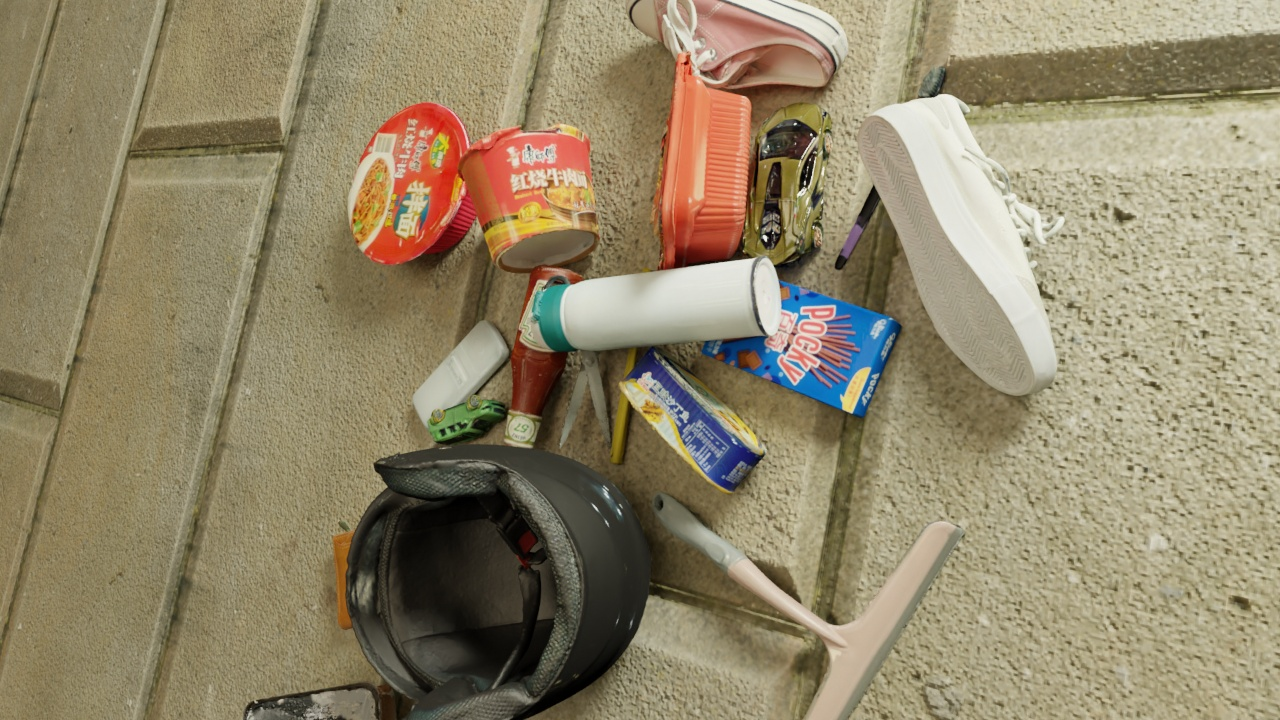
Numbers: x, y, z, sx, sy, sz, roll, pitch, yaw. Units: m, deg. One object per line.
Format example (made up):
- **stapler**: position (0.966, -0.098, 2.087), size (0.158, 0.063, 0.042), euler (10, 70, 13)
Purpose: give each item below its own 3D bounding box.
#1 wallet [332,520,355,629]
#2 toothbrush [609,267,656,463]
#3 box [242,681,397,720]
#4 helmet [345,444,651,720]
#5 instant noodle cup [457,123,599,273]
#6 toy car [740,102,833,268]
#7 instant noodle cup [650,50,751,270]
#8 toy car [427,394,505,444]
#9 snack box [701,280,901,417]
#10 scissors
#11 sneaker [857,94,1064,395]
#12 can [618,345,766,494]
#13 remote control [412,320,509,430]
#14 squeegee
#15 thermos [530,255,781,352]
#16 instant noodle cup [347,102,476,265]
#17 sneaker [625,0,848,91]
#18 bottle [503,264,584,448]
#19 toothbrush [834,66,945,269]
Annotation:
- **wallet**: position (-0.286, 0.225, 1.011), size (0.131, 0.035, 0.119), euler (-21, 74, 28)
- **toothbrush**: position (-0.005, 0.005, 0.879), size (0.016, 0.016, 0.190), euler (-179, 99, -70)
- **box**: position (-0.322, 0.435, 0.945), size (0.181, 0.153, 0.182), euler (125, 138, -57)
- **helmet**: position (-0.128, 0.190, 0.793), size (0.275, 0.229, 0.233), euler (-12, 79, 39)
- **instant noodle cup**: position (-0.105, -0.156, 0.922), size (0.138, 0.137, 0.108), euler (-21, 77, 28)
- **toy car**: position (0.128, -0.158, 0.815), size (0.070, 0.042, 0.158), euler (2, 78, 34)
- **instant noodle cup**: position (0.052, -0.160, 0.805), size (0.079, 0.189, 0.164), euler (4, 81, 3)
- **toy car**: position (-0.184, 0.063, 0.970), size (0.091, 0.043, 0.036), euler (-24, 64, 29)
- **snack box**: position (0.134, -0.018, 0.786), size (0.157, 0.026, 0.084), euler (23, 92, 35)
- **scissors**: position (-0.049, -0.007, 0.887), size (0.175, 0.014, 0.159), euler (-44, 91, -6)
- **sneaker**: position (0.258, -0.092, 0.695), size (0.090, 0.090, 0.242), euler (-22, 80, -15)
- **can**: position (0.044, 0.050, 0.802), size (0.049, 0.074, 0.148), euler (-50, 58, 10)
- **remote control**: position (-0.197, 0.018, 1.003), size (0.136, 0.020, 0.056), euler (-45, 58, 18)
- **squeegee**: position (0.091, 0.178, 0.763), size (0.250, 0.040, 0.248), euler (33, 99, 35)
- **thermos**: position (0.007, -0.044, 0.807), size (0.225, 0.073, 0.073), euler (-5, 76, 27)
- **instant noodle cup**: position (-0.250, -0.196, 1.061), size (0.194, 0.065, 0.193), euler (-8, 76, 31)
- **sneaker**: position (0.070, -0.294, 0.849), size (0.241, 0.118, 0.087), euler (29, 75, 30)
- **bottle**: position (-0.104, 0.009, 0.918), size (0.060, 0.059, 0.206), euler (10, 84, 35)
- **toothbrush**: position (0.209, -0.162, 0.776), size (0.014, 0.016, 0.189), euler (31, 99, 35)
